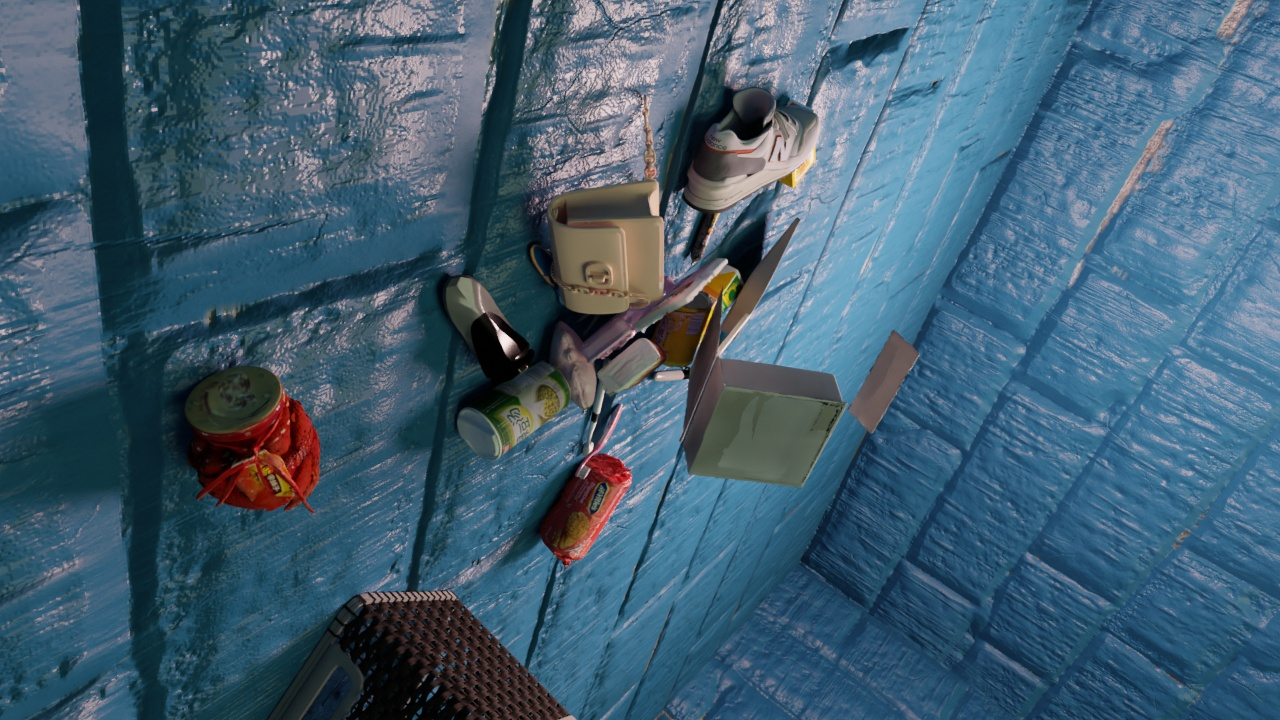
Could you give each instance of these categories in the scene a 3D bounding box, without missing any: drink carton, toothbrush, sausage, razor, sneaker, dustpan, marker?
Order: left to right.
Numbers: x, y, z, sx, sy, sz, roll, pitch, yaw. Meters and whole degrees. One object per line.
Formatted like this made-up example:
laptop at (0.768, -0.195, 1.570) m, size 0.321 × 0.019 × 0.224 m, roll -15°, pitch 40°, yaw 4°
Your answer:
razor at (-0.156, -0.033, 0.918) m, size 0.057 × 0.060 × 0.156 m, roll -39°, pitch 135°, yaw -10°
toothbrush at (-0.096, -0.089, 1.003) m, size 0.021 × 0.017 × 0.135 m, roll -64°, pitch 161°, yaw -16°
toothbrush at (-0.061, 0.069, 1.296) m, size 0.017 × 0.012 × 0.187 m, roll -51°, pitch 161°, yaw -49°
toothbrush at (-0.056, 0.117, 1.334) m, size 0.134 × 0.016 × 0.022 m, roll -58°, pitch 168°, yaw -28°
marker at (0.052, 0.021, 1.460) m, size 0.138 × 0.016 × 0.022 m, roll -1°, pitch 90°, yaw -63°
drink carton at (0.101, -0.085, 1.376) m, size 0.122 × 0.041 × 0.058 m, roll -55°, pitch 158°, yaw -5°
sausage at (0.097, -0.197, 1.246) m, size 0.020 × 0.020 × 0.156 m, roll -22°, pitch 140°, yaw -54°
dustpan at (0.169, -0.094, 1.423) m, size 0.256 × 0.033 × 0.164 m, roll -49°, pitch 171°, yaw -37°
sneaker at (0.151, -0.285, 1.143) m, size 0.239 × 0.089 × 0.124 m, roll -41°, pitch 156°, yaw -26°
drink carton at (0.215, -0.309, 1.305) m, size 0.058 × 0.040 × 0.122 m, roll -51°, pitch 157°, yaw -12°

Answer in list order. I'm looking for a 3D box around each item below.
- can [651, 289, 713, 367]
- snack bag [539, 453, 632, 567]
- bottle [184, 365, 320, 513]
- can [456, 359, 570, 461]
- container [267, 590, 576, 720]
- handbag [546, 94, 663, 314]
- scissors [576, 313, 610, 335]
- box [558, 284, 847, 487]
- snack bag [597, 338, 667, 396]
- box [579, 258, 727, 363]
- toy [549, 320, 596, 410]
can at (0.057, -0.048, 1.302) m, size 0.067 × 0.068 × 0.105 m, roll -28°, pitch 144°, yaw -49°
snack bag at (-0.083, 0.218, 1.372) m, size 0.176 × 0.082 × 0.082 m, roll -58°, pitch 158°, yaw 5°
bottle at (-0.298, 0.071, 0.710) m, size 0.098 × 0.099 × 0.111 m, roll -41°, pitch 148°, yaw -34°
can at (-0.143, 0.056, 1.039) m, size 0.120 × 0.067 × 0.067 m, roll -37°, pitch 151°, yaw -40°
container at (-0.262, 0.453, 1.102) m, size 0.247 × 0.244 × 0.245 m, roll -56°, pitch 158°, yaw -1°
handbag at (-0.041, -0.155, 0.987) m, size 0.199 × 0.116 × 0.187 m, roll 87°, pitch -3°, yaw -60°
scissors at (-0.023, -0.090, 1.150) m, size 0.148 × 0.019 × 0.118 m, roll -55°, pitch 160°, yaw 8°
box at (0.057, -0.007, 1.251) m, size 0.164 × 0.446 × 0.167 m, roll -24°, pitch 145°, yaw -39°
snack bag at (-0.007, 0.007, 1.180) m, size 0.077 × 0.041 × 0.225 m, roll -38°, pitch 176°, yaw 4°
box at (0.018, -0.069, 1.102) m, size 0.154 × 0.041 × 0.200 m, roll -35°, pitch -174°, yaw 27°
toy at (-0.083, 0.000, 1.088) m, size 0.052 × 0.099 × 0.096 m, roll -19°, pitch 123°, yaw -6°
